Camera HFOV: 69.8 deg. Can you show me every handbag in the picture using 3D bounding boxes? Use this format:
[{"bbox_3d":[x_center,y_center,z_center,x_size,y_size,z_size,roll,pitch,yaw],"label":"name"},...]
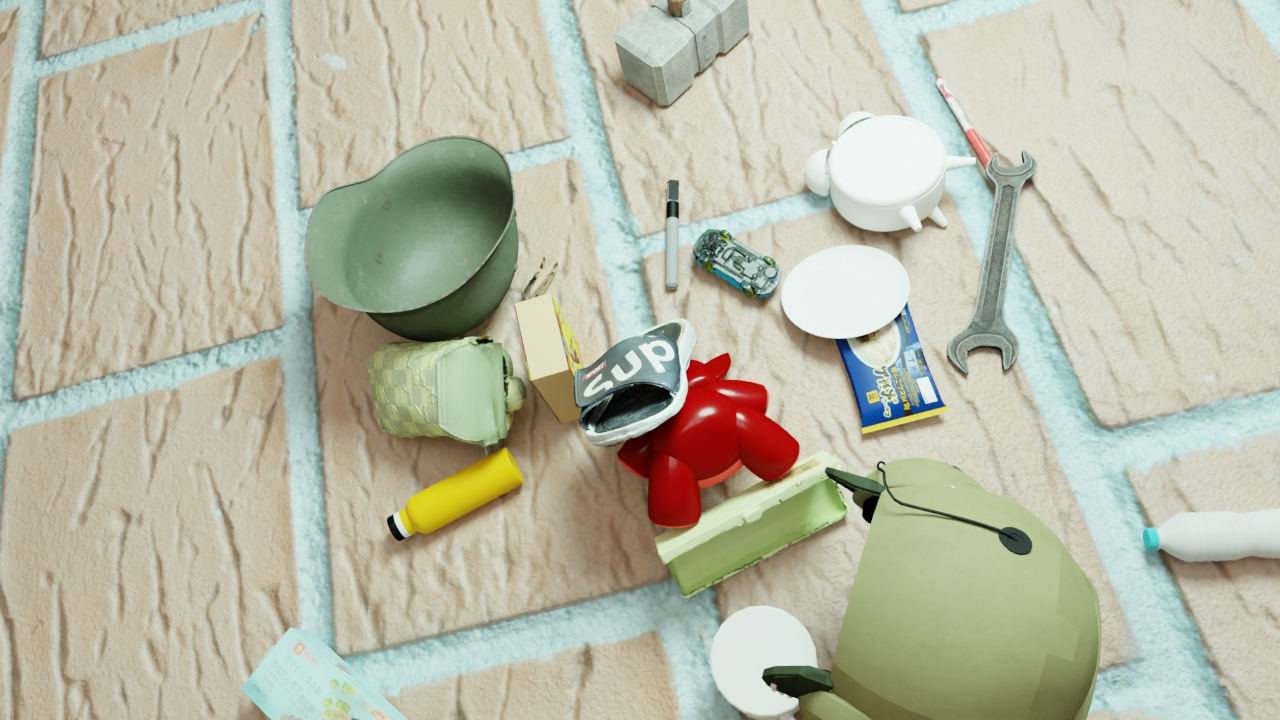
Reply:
[{"bbox_3d":[-0.203,0.028,0.986,0.187,0.116,0.113,1,93,35],"label":"handbag"}]

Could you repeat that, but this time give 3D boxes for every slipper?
[{"bbox_3d":[-0.005,0.006,0.893,0.111,0.263,0.063,-23,104,19],"label":"slipper"}]

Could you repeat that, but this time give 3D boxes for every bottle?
[{"bbox_3d":[0.530,0.158,0.829,0.136,0.044,0.044,-4,66,8],"label":"bottle"},{"bbox_3d":[-0.196,0.144,0.966,0.143,0.043,0.043,-28,65,-3],"label":"bottle"}]

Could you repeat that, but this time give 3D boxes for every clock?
[{"bbox_3d":[0.273,-0.206,1.028,0.161,0.073,0.125,35,76,29],"label":"clock"}]

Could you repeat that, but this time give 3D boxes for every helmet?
[{"bbox_3d":[0.238,0.212,0.729,0.233,0.256,0.249,15,71,19],"label":"helmet"},{"bbox_3d":[-0.227,-0.123,1.025,0.227,0.154,0.267,5,61,14],"label":"helmet"}]

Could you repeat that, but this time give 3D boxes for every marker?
[{"bbox_3d":[0.037,-0.147,1.066,0.016,0.016,0.140,-3,66,9],"label":"marker"},{"bbox_3d":[0.376,-0.276,1.064,0.013,0.013,0.142,-20,65,1],"label":"marker"}]

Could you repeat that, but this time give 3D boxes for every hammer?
[{"bbox_3d":[0.035,-0.455,1.034,0.162,0.318,0.083,-44,67,-10],"label":"hammer"}]

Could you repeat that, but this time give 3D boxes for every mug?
[{"bbox_3d":[0.118,0.287,0.821,0.091,0.090,0.121,-23,65,-1],"label":"mug"}]

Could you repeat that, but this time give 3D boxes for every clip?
[{"bbox_3d":[-0.115,-0.094,1.068,0.049,0.026,0.061,-9,58,2],"label":"clip"}]

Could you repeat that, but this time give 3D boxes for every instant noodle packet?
[{"bbox_3d":[0.255,0.004,0.956,0.087,0.026,0.134,-16,65,7],"label":"instant noodle packet"}]

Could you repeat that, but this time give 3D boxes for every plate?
[{"bbox_3d":[0.220,-0.073,0.989,0.135,0.011,0.134,-10,49,12],"label":"plate"}]

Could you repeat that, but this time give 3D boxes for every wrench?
[{"bbox_3d":[0.382,-0.109,0.983,0.070,0.010,0.272,11,72,14],"label":"wrench"}]

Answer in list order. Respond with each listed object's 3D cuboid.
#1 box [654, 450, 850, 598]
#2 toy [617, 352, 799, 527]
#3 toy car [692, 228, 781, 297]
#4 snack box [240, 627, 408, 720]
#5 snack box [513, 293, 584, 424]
[{"bbox_3d":[0.111,0.162,0.870,0.188,0.098,0.082,-27,99,1],"label":"box"},{"bbox_3d":[0.052,0.067,0.912,0.158,0.120,0.197,-30,24,-1],"label":"toy"},{"bbox_3d":[0.108,-0.106,1.027,0.105,0.032,0.048,32,75,16],"label":"toy car"},{"bbox_3d":[-0.300,0.343,0.894,0.175,0.053,0.075,33,75,20],"label":"snack box"},{"bbox_3d":[-0.088,0.001,0.963,0.040,0.126,0.088,-17,65,2],"label":"snack box"}]
